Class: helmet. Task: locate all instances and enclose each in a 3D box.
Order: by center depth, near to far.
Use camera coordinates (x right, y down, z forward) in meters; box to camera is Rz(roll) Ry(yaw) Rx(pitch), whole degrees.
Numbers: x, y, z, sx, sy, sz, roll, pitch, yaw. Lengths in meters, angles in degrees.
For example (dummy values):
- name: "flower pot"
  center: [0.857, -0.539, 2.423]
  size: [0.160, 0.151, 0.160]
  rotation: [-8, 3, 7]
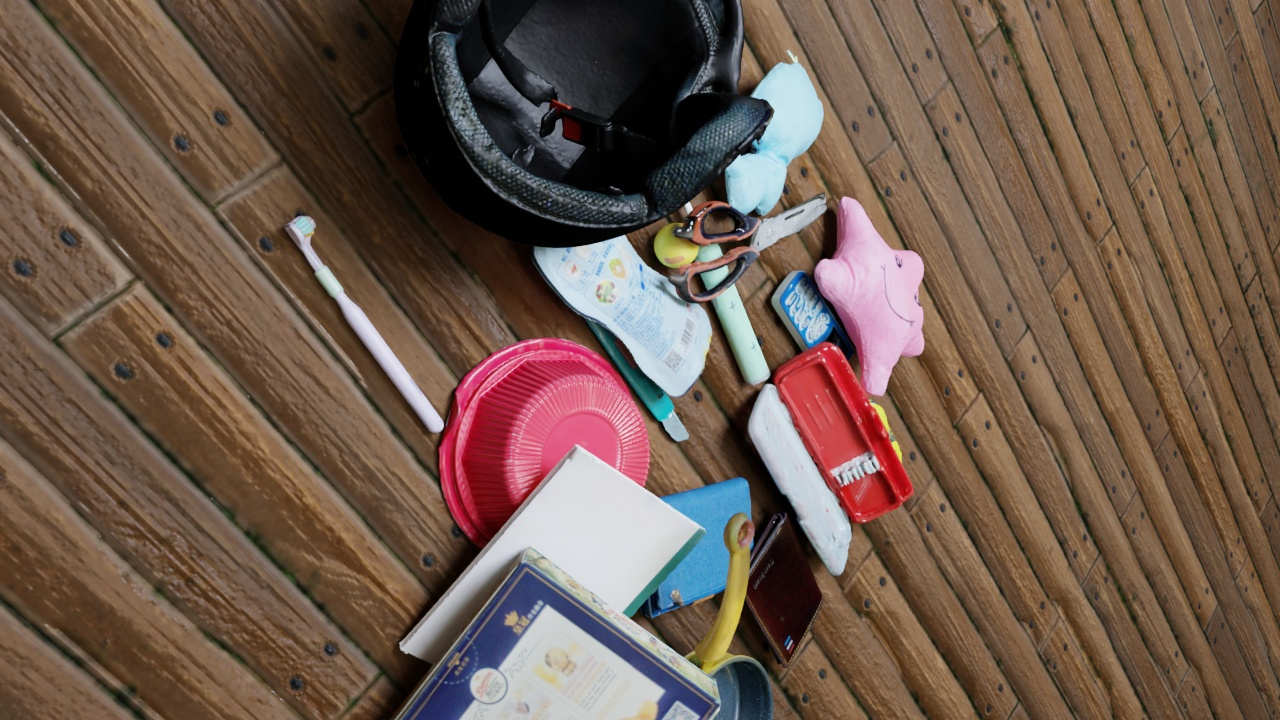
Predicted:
- name: "helmet"
  center: [-0.048, -0.206, 0.653]
  size: [0.233, 0.231, 0.274]
  rotation: [41, 60, -20]

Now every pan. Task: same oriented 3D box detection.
- name: "pan"
  center: [0.059, 0.279, 0.766]
  size: [0.197, 0.078, 0.358]
  rotation: [-25, 119, -47]

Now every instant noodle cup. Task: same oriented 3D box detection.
- name: "instant noodle cup"
  center: [-0.063, 0.077, 0.745]
  size: [0.193, 0.066, 0.194]
  rotation: [-1, 91, -33]

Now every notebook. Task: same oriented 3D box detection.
- name: "notebook"
  center: [-0.064, 0.178, 0.719]
  size: [0.150, 0.012, 0.209]
  rotation: [38, 97, -32]

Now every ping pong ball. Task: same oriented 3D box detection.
- name: "ping pong ball"
  center: [0.032, -0.103, 0.820]
  size: [0.040, 0.040, 0.040]
  rotation: [0, 91, -34]

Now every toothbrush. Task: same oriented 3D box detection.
- name: "toothbrush"
  center: [-0.199, -0.022, 0.678]
  size: [0.021, 0.029, 0.189]
  rotation: [-26, 112, 10]
- name: "toothbrush"
  center: [0.071, -0.078, 0.856]
  size: [0.027, 0.026, 0.224]
  rotation: [-27, 107, -10]

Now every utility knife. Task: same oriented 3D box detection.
- name: "utility knife"
  center: [-0.005, 0.005, 0.813]
  size: [0.029, 0.013, 0.179]
  rotation: [-47, 115, -29]

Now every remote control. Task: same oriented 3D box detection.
- name: "remote control"
  center: [0.175, -0.032, 0.929]
  size: [0.049, 0.024, 0.125]
  rotation: [-50, 119, -23]

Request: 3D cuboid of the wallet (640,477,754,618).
- name: "wallet"
  center: [0.051, 0.169, 0.838]
  size: [0.132, 0.040, 0.106]
  rotation: [-7, 94, -42]

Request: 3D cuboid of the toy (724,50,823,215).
- name: "toy"
  center: [0.127, -0.216, 0.874]
  size: [0.161, 0.050, 0.156]
  rotation: [-12, 114, -50]

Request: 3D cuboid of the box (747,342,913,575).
- name: "box"
  center: [0.183, 0.097, 0.915]
  size: [0.154, 0.074, 0.201]
  rotation: [-41, 112, -22]

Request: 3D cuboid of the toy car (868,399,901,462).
- name: "toy car"
  center: [0.253, 0.091, 0.980]
  size: [0.048, 0.032, 0.105]
  rotation: [-30, 106, -30]

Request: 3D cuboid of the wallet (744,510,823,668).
- name: "wallet"
  center: [0.136, 0.222, 0.890]
  size: [0.096, 0.020, 0.122]
  rotation: [-51, 126, -37]

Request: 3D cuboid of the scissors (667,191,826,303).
- name: "scissors"
  center: [0.104, -0.126, 0.842]
  size: [0.192, 0.015, 0.206]
  rotation: [42, 74, -45]

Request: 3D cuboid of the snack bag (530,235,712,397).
- name: "snack bag"
  center: [-0.013, -0.059, 0.785]
  size: [0.191, 0.039, 0.110]
  rotation: [42, 55, -28]

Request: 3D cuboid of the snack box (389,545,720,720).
- name: "snack box"
  center: [-0.066, 0.261, 0.676]
  size: [0.182, 0.045, 0.178]
  rotation: [38, 95, -3]

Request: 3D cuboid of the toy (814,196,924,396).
- name: "toy"
  center: [0.244, -0.078, 0.946]
  size: [0.178, 0.075, 0.194]
  rotation: [-39, 109, -41]
